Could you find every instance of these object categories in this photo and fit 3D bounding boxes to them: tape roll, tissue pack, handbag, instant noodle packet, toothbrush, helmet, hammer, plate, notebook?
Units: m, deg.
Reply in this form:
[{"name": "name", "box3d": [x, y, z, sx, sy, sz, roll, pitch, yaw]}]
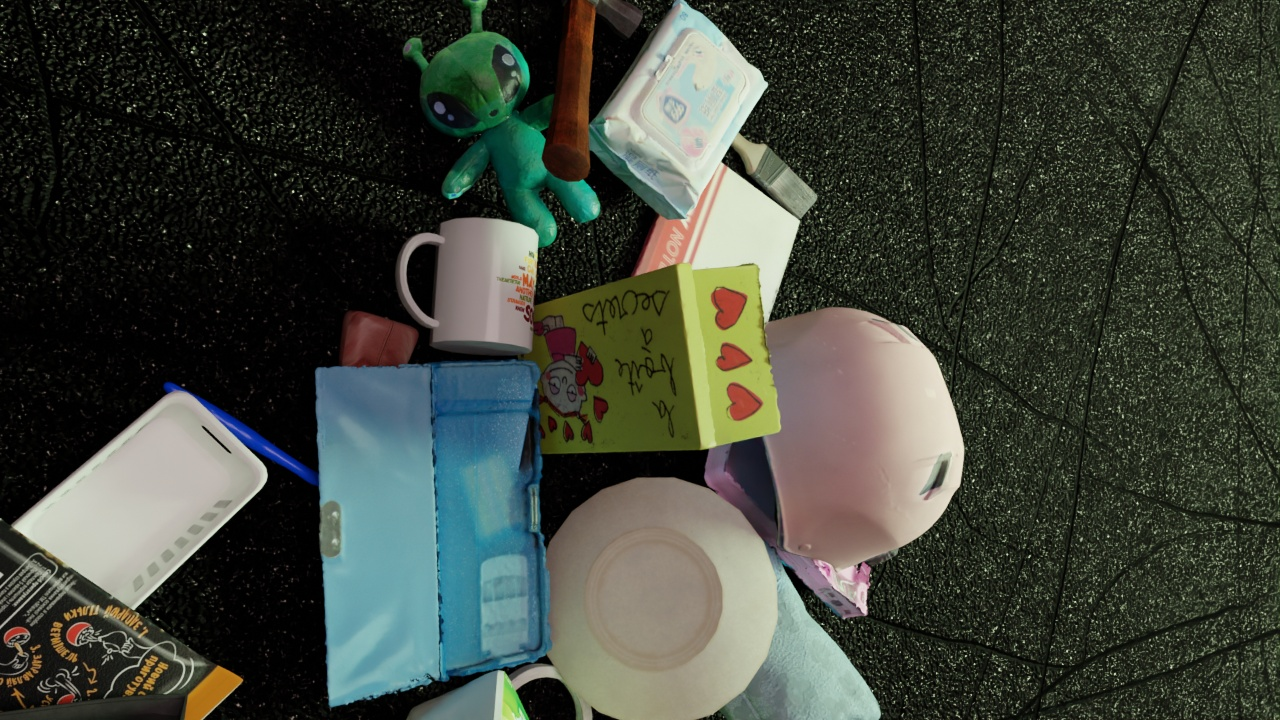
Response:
[{"name": "tape roll", "box3d": [-0.080, 0.284, 0.711, 0.093, 0.013, 0.093, 4, 83, -33]}, {"name": "tissue pack", "box3d": [-0.122, 0.340, 0.630, 0.141, 0.120, 0.197, -23, 92, -4]}, {"name": "handbag", "box3d": [-0.199, 0.028, 0.655, 0.055, 0.029, 0.119, 19, 81, -36]}, {"name": "instant noodle packet", "box3d": [-0.361, 0.168, 0.498, 0.160, 0.032, 0.221, -43, 111, 1]}, {"name": "toothbrush", "box3d": [-0.243, 0.071, 0.624, 0.182, 0.016, 0.018, 40, 70, -24]}, {"name": "helmet", "box3d": [0.193, 0.055, 0.797, 0.255, 0.153, 0.229, 25, 48, -56]}, {"name": "hammer", "box3d": [-0.049, -0.224, 0.680, 0.111, 0.028, 0.300, 28, 36, -24]}, {"name": "plate", "box3d": [0.011, 0.184, 0.706, 0.189, 0.027, 0.188, -1, 76, 5]}, {"name": "handbag", "box3d": [0.099, 0.249, 0.766, 0.121, 0.119, 0.192, -30, 77, -33]}, {"name": "notebook", "box3d": [0.065, -0.079, 0.844, 0.153, 0.012, 0.208, 30, 69, -27]}, {"name": "tissue pack", "box3d": [0.034, -0.221, 0.798, 0.112, 0.070, 0.181, 37, 66, -15]}, {"name": "handbag", "box3d": [-0.356, 0.266, 0.473, 0.195, 0.072, 0.176, 9, 107, -21]}]

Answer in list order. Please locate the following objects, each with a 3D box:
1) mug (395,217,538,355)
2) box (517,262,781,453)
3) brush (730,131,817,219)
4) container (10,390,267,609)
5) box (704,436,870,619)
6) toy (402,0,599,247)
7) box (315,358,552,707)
[{"name": "mug", "box3d": [-0.129, -0.055, 0.677, 0.105, 0.074, 0.089, 7, 81, -33]}, {"name": "box", "box3d": [-0.004, 0.004, 0.666, 0.080, 0.221, 0.124, -8, 92, -33]}, {"name": "brush", "box3d": [0.115, -0.192, 0.889, 0.151, 0.012, 0.038, 38, 67, -24]}, {"name": "container", "box3d": [-0.306, 0.088, 0.560, 0.081, 0.050, 0.129, 51, 61, -18]}, {"name": "box", "box3d": [0.149, 0.113, 0.853, 0.230, 0.035, 0.159, 47, 42, -27]}, {"name": "toy", "box3d": [-0.107, -0.181, 0.710, 0.131, 0.072, 0.193, -31, 104, 3]}, {"name": "box", "box3d": [-0.148, 0.114, 0.662, 0.174, 0.034, 0.231, -1, 89, -36]}]
